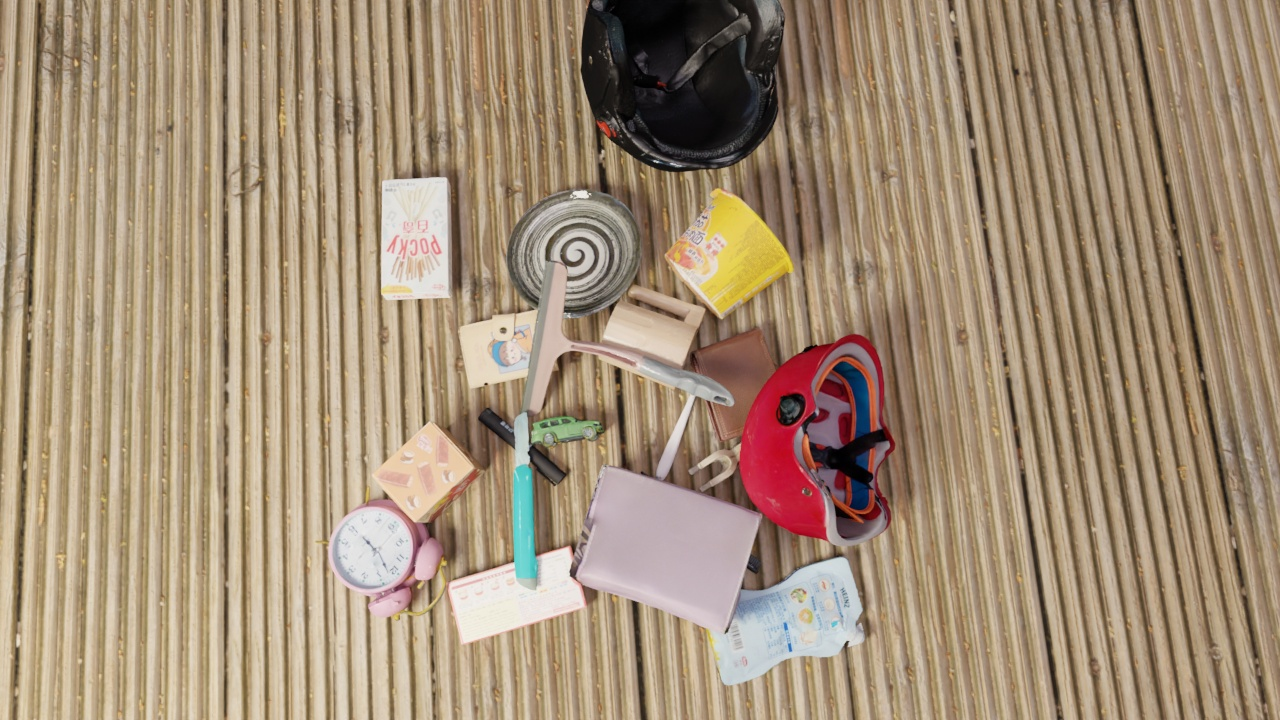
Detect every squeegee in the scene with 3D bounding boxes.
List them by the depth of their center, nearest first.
[{"bbox_3d":[-0.006,0.006,1.086,0.249,0.248,0.040,17,41,1],"label":"squeegee"}]

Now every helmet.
[{"bbox_3d":[0.197,0.093,1.075,0.144,0.206,0.239,-4,75,39],"label":"helmet"},{"bbox_3d":[0.045,-0.349,1.126,0.233,0.230,0.274,-20,88,-11],"label":"helmet"}]

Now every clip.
[{"bbox_3d":[0.108,0.122,1.123,0.103,0.092,0.035,-32,81,5],"label":"clip"}]

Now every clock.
[{"bbox_3d":[-0.302,0.239,1.101,0.158,0.060,0.117,42,83,4],"label":"clock"}]

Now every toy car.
[{"bbox_3d":[-0.091,0.088,1.138,0.091,0.043,0.036,-5,79,-2],"label":"toy car"}]

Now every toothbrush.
[{"bbox_3d":[0.074,0.197,1.136,0.189,0.014,0.017,40,72,7],"label":"toothbrush"},{"bbox_3d":[0.057,0.068,1.156,0.016,0.016,0.180,22,81,4],"label":"toothbrush"}]

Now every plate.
[{"bbox_3d":[-0.084,-0.135,1.178,0.179,0.024,0.179,-3,71,9],"label":"plate"}]

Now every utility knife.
[{"bbox_3d":[-0.141,0.170,1.117,0.029,0.013,0.216,-4,77,2],"label":"utility knife"}]

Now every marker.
[{"bbox_3d":[-0.149,0.108,1.146,0.132,0.020,0.022,40,98,5],"label":"marker"}]

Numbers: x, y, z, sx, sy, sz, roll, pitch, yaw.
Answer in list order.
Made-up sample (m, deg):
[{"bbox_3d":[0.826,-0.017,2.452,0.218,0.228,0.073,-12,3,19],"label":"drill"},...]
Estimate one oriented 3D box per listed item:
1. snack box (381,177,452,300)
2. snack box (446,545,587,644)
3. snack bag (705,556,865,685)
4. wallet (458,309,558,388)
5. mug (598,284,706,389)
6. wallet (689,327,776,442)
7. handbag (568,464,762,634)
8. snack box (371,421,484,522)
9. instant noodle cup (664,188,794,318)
[{"bbox_3d":[-0.286,-0.157,1.175,0.084,0.027,0.156,-3,77,-2],"label":"snack box"},{"bbox_3d":[-0.149,0.283,1.110,0.155,0.027,0.077,-16,81,-3],"label":"snack box"},{"bbox_3d":[0.175,0.313,1.104,0.191,0.039,0.110,-15,75,-5],"label":"snack bag"},{"bbox_3d":[-0.169,-0.018,1.168,0.115,0.024,0.087,-12,85,-1],"label":"wallet"},{"bbox_3d":[0.016,-0.036,1.150,0.103,0.084,0.124,21,56,4],"label":"mug"},{"bbox_3d":[0.125,0.030,1.149,0.101,0.032,0.124,-18,87,-15],"label":"wallet"},{"bbox_3d":[0.031,0.221,1.079,0.197,0.098,0.144,17,73,10],"label":"handbag"},{"bbox_3d":[-0.252,0.136,1.102,0.094,0.093,0.077,-44,83,-8],"label":"snack box"},{"bbox_3d":[0.104,-0.126,1.139,0.110,0.138,0.138,-42,83,1],"label":"instant noodle cup"}]
